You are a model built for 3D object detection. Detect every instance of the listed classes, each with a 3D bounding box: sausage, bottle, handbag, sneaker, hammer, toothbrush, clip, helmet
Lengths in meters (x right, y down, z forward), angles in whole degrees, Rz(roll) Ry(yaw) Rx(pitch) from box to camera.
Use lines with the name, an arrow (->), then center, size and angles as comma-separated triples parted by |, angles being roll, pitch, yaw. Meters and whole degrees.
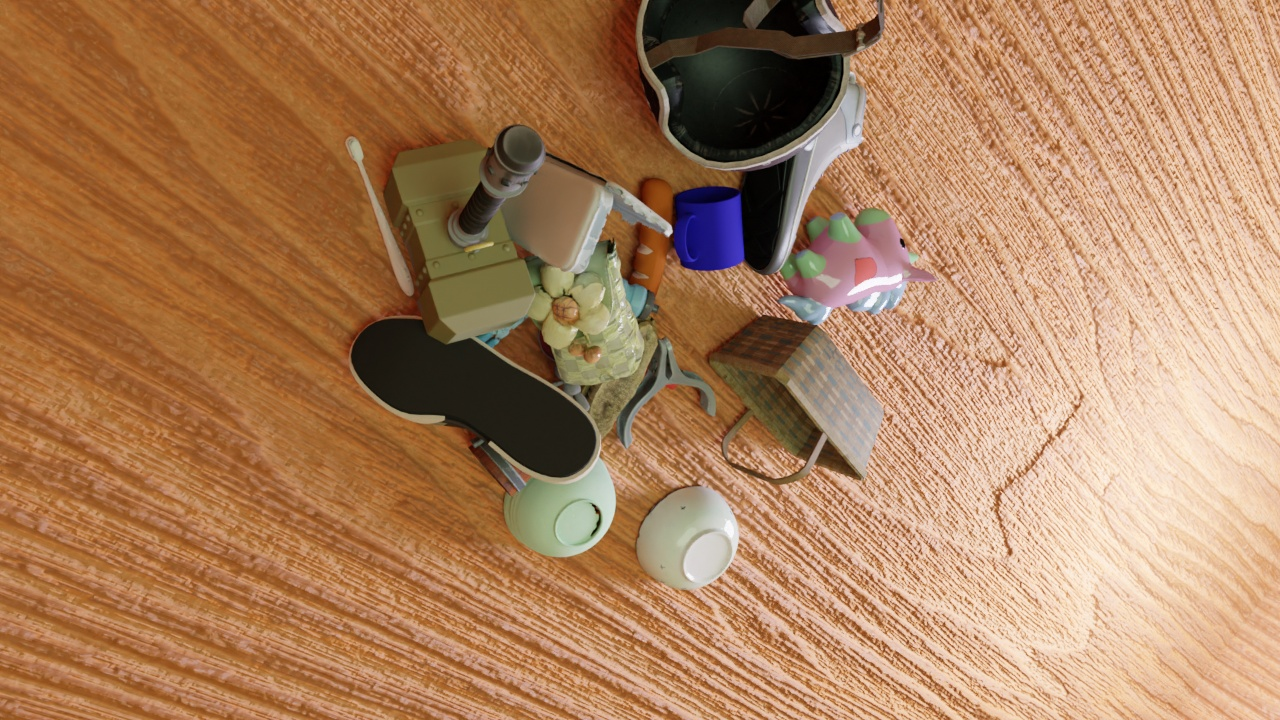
sausage -> 0.012, -0.139, 1.118 | 0.044, 0.039, 0.164 | 4, 108, -20
bottle -> -0.038, -0.082, 1.088 | 0.130, 0.040, 0.040 | 20, 99, -12
handbag -> -0.061, -0.042, 1.019 | 0.113, 0.116, 0.186 | -11, 123, 11
sneaker -> 0.213, -0.237, 1.169 | 0.160, 0.093, 0.257 | -8, 115, -35
sneaker -> -0.177, 0.046, 1.017 | 0.294, 0.116, 0.111 | 24, 75, 5
hammer -> -0.146, -0.139, 0.837 | 0.100, 0.326, 0.190 | -17, 88, -23
toothbrush -> -0.273, -0.148, 0.970 | 0.015, 0.018, 0.181 | -24, 120, -17
clip -> 0.015, 0.060, 1.193 | 0.164, 0.031, 0.169 | -41, 133, -2
helmet -> 0.112, -0.322, 0.967 | 0.233, 0.233, 0.253 | -25, 156, 10

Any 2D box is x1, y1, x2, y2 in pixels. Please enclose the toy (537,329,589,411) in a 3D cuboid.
toy -> -0.090, 0.011, 1.113 | 0.049, 0.030, 0.111 | -15, 87, -23

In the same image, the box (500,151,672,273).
box -> -0.074, -0.147, 0.965 | 0.129, 0.211, 0.105 | 28, 96, -33

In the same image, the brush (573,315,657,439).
brush -> -0.036, 0.028, 1.146 | 0.059, 0.043, 0.195 | 22, 107, -32

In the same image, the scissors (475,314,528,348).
scissors -> -0.171, -0.030, 1.080 | 0.136, 0.015, 0.055 | -39, 125, -17

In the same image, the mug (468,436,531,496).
mug -> -0.147, 0.085, 1.097 | 0.111, 0.081, 0.117 | -41, 123, -13

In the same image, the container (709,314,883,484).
container -> 0.200, 0.079, 1.242 | 0.186, 0.158, 0.250 | -53, 125, -14

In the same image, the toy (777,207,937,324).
toy -> 0.280, -0.115, 1.231 | 0.221, 0.120, 0.171 | -48, 112, -19

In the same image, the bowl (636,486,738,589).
bowl -> 0.077, 0.261, 1.294 | 0.153, 0.073, 0.153 | -11, 115, -24

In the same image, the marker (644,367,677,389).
marker -> -0.007, 0.007, 1.181 | 0.142, 0.013, 0.013 | 27, 95, -34

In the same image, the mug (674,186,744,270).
mug -> 0.076, -0.156, 1.112 | 0.111, 0.079, 0.084 | -36, 128, -47

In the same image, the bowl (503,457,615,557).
bowl -> -0.093, 0.190, 1.170 | 0.150, 0.077, 0.151 | -11, 115, -24
